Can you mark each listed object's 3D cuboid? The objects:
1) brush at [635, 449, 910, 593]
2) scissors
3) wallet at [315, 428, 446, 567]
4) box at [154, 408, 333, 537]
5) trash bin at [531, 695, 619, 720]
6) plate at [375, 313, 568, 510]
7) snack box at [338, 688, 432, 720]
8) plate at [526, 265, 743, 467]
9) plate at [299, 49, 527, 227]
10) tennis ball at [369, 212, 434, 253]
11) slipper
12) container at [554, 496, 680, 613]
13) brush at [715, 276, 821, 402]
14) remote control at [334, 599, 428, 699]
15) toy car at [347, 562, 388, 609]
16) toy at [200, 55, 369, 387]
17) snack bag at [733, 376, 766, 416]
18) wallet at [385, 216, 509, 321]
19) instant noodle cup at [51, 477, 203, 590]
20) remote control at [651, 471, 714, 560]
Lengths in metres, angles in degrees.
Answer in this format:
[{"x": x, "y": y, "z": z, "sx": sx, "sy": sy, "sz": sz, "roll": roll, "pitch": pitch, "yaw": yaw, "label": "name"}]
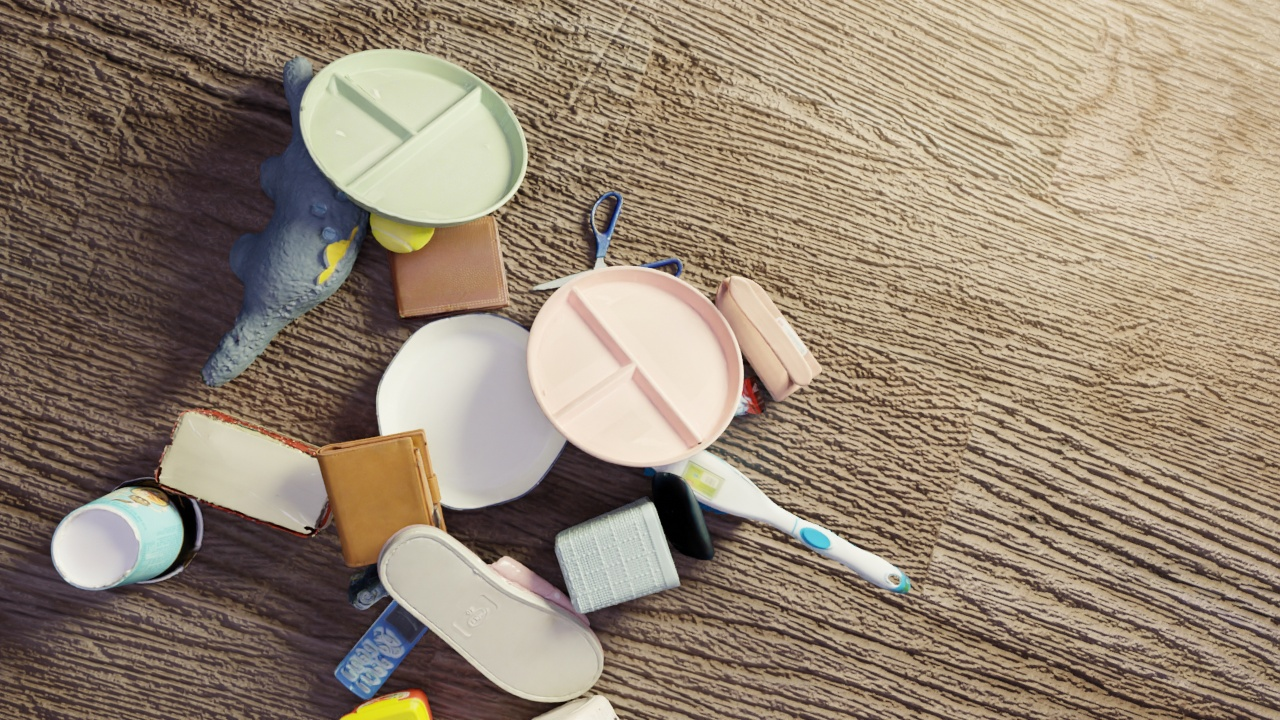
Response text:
[{"x": 0.133, "y": 0.163, "z": 0.978, "sx": 0.314, "sy": 0.109, "sz": 0.060, "roll": 30, "pitch": 81, "yaw": -5, "label": "brush"}, {"x": -0.034, "y": -0.104, "z": 1.018, "sx": 0.162, "sy": 0.012, "sz": 0.175, "roll": 9, "pitch": 87, "yaw": -7, "label": "scissors"}, {"x": -0.257, "y": 0.138, "z": 0.922, "sx": 0.107, "sy": 0.031, "sz": 0.132, "roll": -11, "pitch": 112, "yaw": -8, "label": "wallet"}, {"x": -0.391, "y": 0.112, "z": 0.930, "sx": 0.168, "sy": 0.077, "sz": 0.091, "roll": 21, "pitch": 85, "yaw": -7, "label": "box"}, {"x": -0.066, "y": 0.450, "z": 0.902, "sx": 0.227, "sy": 0.228, "sz": 0.192, "roll": -23, "pitch": 78, "yaw": -8, "label": "trash bin"}, {"x": -0.174, "y": 0.053, "z": 0.977, "sx": 0.205, "sy": 0.045, "sz": 0.205, "roll": 0, "pitch": 87, "yaw": -8, "label": "plate"}, {"x": -0.254, "y": 0.381, "z": 0.934, "sx": 0.091, "sy": 0.080, "sz": 0.082, "roll": -13, "pitch": 88, "yaw": -8, "label": "snack box"}, {"x": -0.006, "y": 0.006, "z": 0.961, "sx": 0.229, "sy": 0.028, "sz": 0.229, "roll": 4, "pitch": 64, "yaw": -9, "label": "plate"}, {"x": -0.230, "y": -0.227, "z": 0.941, "sx": 0.230, "sy": 0.028, "sz": 0.229, "roll": 11, "pitch": 57, "yaw": -19, "label": "plate"}, {"x": -0.244, "y": -0.143, "z": 0.943, "sx": 0.065, "sy": 0.065, "sz": 0.065, "roll": 0, "pitch": 87, "yaw": -7, "label": "tennis ball"}, {"x": -0.153, "y": 0.262, "z": 0.957, "sx": 0.274, "sy": 0.054, "sz": 0.114, "roll": 39, "pitch": 92, "yaw": -18, "label": "slipper"}, {"x": -0.028, "y": 0.207, "z": 0.969, "sx": 0.111, "sy": 0.090, "sz": 0.090, "roll": -18, "pitch": 90, "yaw": -4, "label": "container"}, {"x": 0.135, "y": -0.030, "z": 1.006, "sx": 0.063, "sy": 0.073, "sz": 0.145, "roll": -34, "pitch": 90, "yaw": -8, "label": "brush"}, {"x": -0.263, "y": 0.292, "z": 0.964, "sx": 0.049, "sy": 0.024, "sz": 0.124, "roll": 41, "pitch": 79, "yaw": -4, "label": "remote control"}, {"x": -0.265, "y": 0.225, "z": 0.960, "sx": 0.090, "sy": 0.043, "sz": 0.034, "roll": -39, "pitch": 126, "yaw": -12, "label": "toy car"}, {"x": -0.352, "y": -0.135, "z": 0.941, "sx": 0.138, "sy": 0.091, "sz": 0.356, "roll": 14, "pitch": 83, "yaw": 6, "label": "toy"}, {"x": 0.085, "y": 0.051, "z": 1.017, "sx": 0.104, "sy": 0.026, "sz": 0.048, "roll": -13, "pitch": 62, "yaw": -9, "label": "snack bag"}, {"x": -0.208, "y": -0.099, "z": 0.987, "sx": 0.124, "sy": 0.032, "sz": 0.101, "roll": -9, "pitch": 85, "yaw": -8, "label": "wallet"}, {"x": -0.501, "y": 0.172, "z": 0.891, "sx": 0.111, "sy": 0.120, "sz": 0.111, "roll": 0, "pitch": 87, "yaw": -7, "label": "instant noodle cup"}, {"x": 0.043, "y": 0.171, "z": 0.969, "sx": 0.024, "sy": 0.053, "sz": 0.136, "roll": -54, "pitch": 138, "yaw": -37, "label": "remote control"}]
